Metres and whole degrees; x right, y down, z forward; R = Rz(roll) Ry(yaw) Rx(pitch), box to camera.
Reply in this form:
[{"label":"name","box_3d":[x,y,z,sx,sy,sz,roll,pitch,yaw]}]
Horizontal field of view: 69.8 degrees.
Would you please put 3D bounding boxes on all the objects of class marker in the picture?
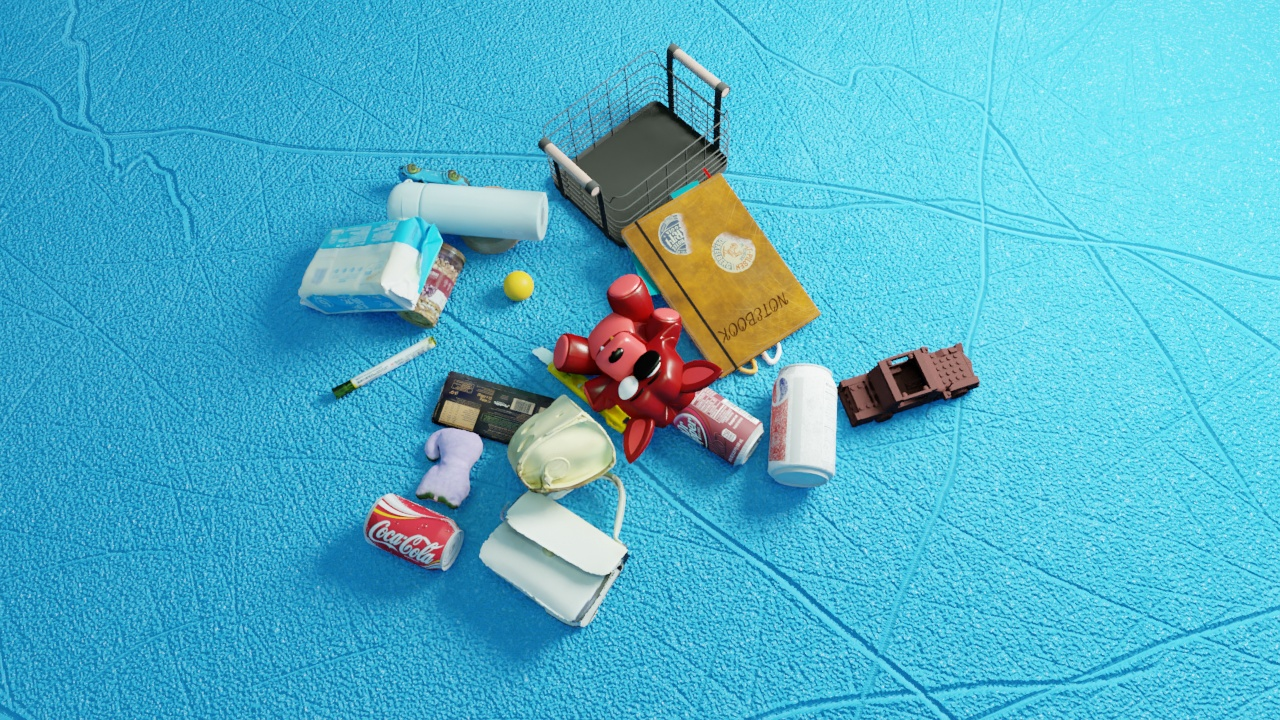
[{"label":"marker","box_3d":[-0.332,0.009,1.193,0.146,0.017,0.017,-29,69,-10]}]

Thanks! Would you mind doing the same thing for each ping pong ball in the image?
[{"label":"ping pong ball","box_3d":[-0.162,-0.099,1.220,0.040,0.040,0.040,-1,67,2]}]

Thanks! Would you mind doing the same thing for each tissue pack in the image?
[{"label":"tissue pack","box_3d":[-0.358,-0.121,1.196,0.210,0.066,0.116,0,63,31]}]

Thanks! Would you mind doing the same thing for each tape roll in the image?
[{"label":"tape roll","box_3d":[-0.207,-0.194,1.269,0.094,0.027,0.093,-1,67,2]}]

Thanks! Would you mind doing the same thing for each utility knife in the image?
[{"label":"utility knife","box_3d":[-0.072,0.037,1.174,0.175,0.017,0.030,37,64,19]}]

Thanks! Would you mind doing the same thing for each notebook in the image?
[{"label":"notebook","box_3d":[0.092,-0.115,1.192,0.178,0.014,0.249,-32,81,-12]}]

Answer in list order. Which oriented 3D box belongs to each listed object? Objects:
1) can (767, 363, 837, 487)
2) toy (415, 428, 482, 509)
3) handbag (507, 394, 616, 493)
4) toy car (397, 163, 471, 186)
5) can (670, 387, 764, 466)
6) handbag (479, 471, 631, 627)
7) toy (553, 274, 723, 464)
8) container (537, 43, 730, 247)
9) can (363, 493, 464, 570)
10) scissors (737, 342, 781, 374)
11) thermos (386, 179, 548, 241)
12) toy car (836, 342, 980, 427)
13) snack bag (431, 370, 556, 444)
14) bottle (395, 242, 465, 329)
[{"label":"can","box_3d":[0.197,0.079,1.109,0.078,0.078,0.136,5,67,4]},{"label":"toy","box_3d":[-0.238,0.131,1.129,0.080,0.036,0.099,11,63,18]},{"label":"handbag","box_3d":[-0.099,0.104,1.078,0.111,0.119,0.081,-30,105,-11]},{"label":"toy car","box_3d":[-0.290,-0.246,1.284,0.105,0.048,0.032,12,71,5]},{"label":"can","box_3d":[0.090,0.076,1.123,0.114,0.063,0.063,33,72,15]},{"label":"handbag","box_3d":[-0.082,0.200,1.071,0.151,0.074,0.175,32,71,15]},{"label":"toy","box_3d":[-0.007,0.006,1.101,0.158,0.120,0.197,-44,45,7]},{"label":"container","box_3d":[-0.004,-0.292,1.243,0.241,0.130,0.163,-40,68,-14]},{"label":"can","box_3d":[-0.267,0.204,1.082,0.105,0.064,0.064,21,69,11]},{"label":"scissors","box_3d":[0.139,-0.045,1.200,0.073,0.013,0.131,-17,68,-6]},{"label":"thermos","box_3d":[-0.230,-0.198,1.219,0.207,0.065,0.077,5,61,4]},{"label":"toy car","box_3d":[0.335,0.025,1.135,0.169,0.062,0.070,-17,67,-5]},{"label":"snack bag","box_3d":[-0.184,0.064,1.163,0.155,0.018,0.074,15,68,9]},{"label":"bottle","box_3d":[-0.278,-0.100,1.216,0.056,0.056,0.105,17,69,9]}]
